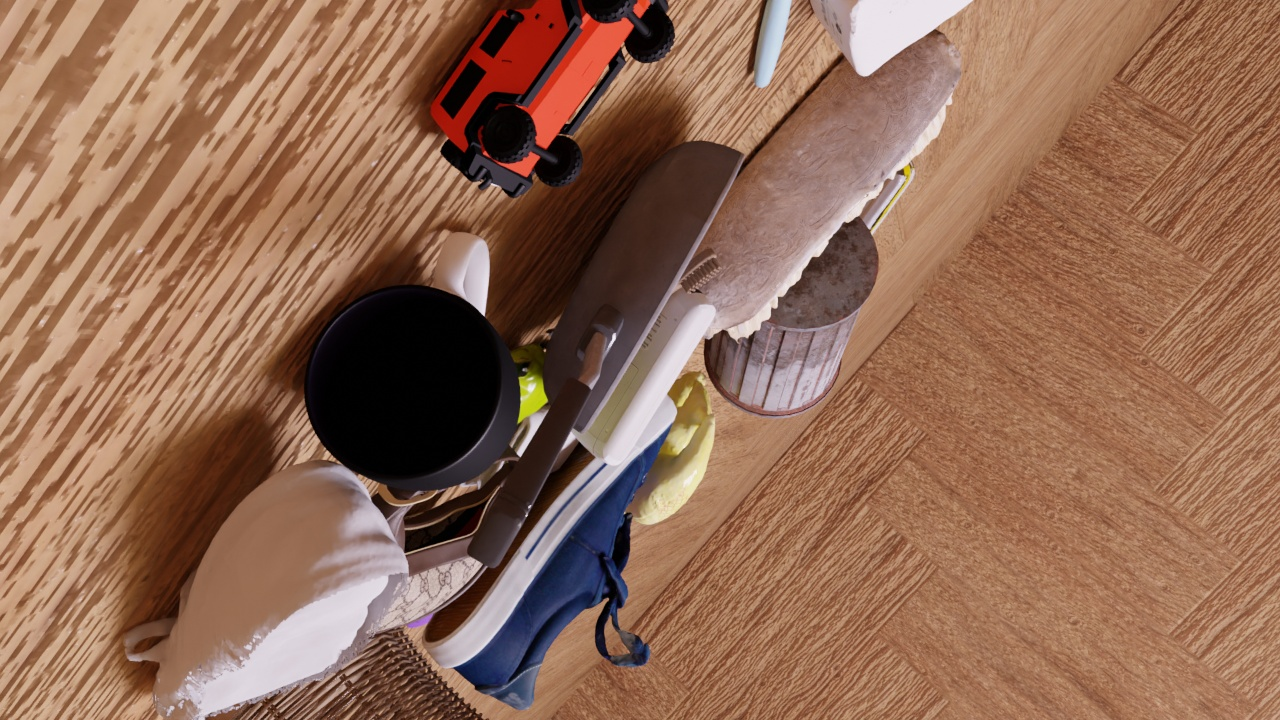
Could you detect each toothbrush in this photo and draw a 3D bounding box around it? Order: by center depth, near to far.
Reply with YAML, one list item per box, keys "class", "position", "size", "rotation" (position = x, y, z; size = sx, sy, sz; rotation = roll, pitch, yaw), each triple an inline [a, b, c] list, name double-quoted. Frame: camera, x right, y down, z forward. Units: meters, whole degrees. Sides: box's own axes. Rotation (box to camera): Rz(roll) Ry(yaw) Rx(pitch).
- class: "toothbrush"
  position: [0.078, -0.201, 0.481]
  size: [0.155, 0.016, 0.022]
  rotation: [100, -3, -63]
- class: "toothbrush"
  position: [-0.012, -0.019, 0.620]
  size: [0.167, 0.016, 0.016]
  rotation: [-38, 161, 20]

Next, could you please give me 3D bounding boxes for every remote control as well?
- class: "remote control"
  position: [-0.004, 0.004, 0.640]
  size: [0.025, 0.060, 0.138]
  rotation: [17, 108, -49]

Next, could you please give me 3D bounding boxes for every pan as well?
- class: "pan"
  position: [-0.019, -0.015, 0.429]
  size: [0.179, 0.041, 0.356]
  rotation: [-59, -177, 23]

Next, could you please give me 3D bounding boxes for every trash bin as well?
- class: "trash bin"
  position: [0.124, -0.039, 0.800]
  size: [0.130, 0.131, 0.211]
  rotation: [-44, 163, -15]

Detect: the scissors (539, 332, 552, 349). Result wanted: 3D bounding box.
- class: "scissors"
  position: [-0.020, -0.026, 0.663]
  size: [0.131, 0.012, 0.170]
  rotation: [-45, 161, -10]

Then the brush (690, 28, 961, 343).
- class: "brush"
  position: [0.124, -0.128, 0.664]
  size: [0.271, 0.083, 0.056]
  rotation: [-49, 167, 0]

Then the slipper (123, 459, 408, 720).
- class: "slipper"
  position: [-0.186, 0.126, 0.448]
  size: [0.112, 0.074, 0.248]
  rotation: [4, 145, -33]

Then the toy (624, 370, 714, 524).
- class: "toy"
  position: [0.016, 0.085, 0.864]
  size: [0.155, 0.064, 0.170]
  rotation: [-49, -161, 18]

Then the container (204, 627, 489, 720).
- class: "container"
  position: [-0.196, 0.313, 0.663]
  size: [0.226, 0.196, 0.227]
  rotation: [-44, 164, -16]

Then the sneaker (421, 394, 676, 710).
- class: "sneaker"
  position: [-0.035, 0.149, 0.736]
  size: [0.121, 0.127, 0.293]
  rotation: [-22, -155, 51]

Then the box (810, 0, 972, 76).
- class: "box"
  position: [0.169, -0.250, 0.500]
  size: [0.190, 0.083, 0.110]
  rotation: [-51, 167, 6]

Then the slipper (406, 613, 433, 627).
- class: "slipper"
  position: [-0.097, 0.187, 0.835]
  size: [0.107, 0.084, 0.266]
  rotation: [-54, 164, 21]

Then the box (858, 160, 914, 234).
- class: "box"
  position: [0.181, -0.119, 0.886]
  size: [0.033, 0.064, 0.210]
  rotation: [-16, 146, -47]

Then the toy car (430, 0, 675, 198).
- class: "toy car"
  position: [-0.034, -0.108, 0.339]
  size: [0.100, 0.049, 0.051]
  rotation: [-51, 164, 12]

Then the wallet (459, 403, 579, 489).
- class: "wallet"
  position: [-0.078, 0.066, 0.691]
  size: [0.086, 0.032, 0.116]
  rotation: [-55, 164, 20]

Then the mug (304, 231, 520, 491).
- class: "mug"
  position: [-0.091, 0.003, 0.425]
  size: [0.100, 0.085, 0.118]
  rotation: [84, 20, -78]

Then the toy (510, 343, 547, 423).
- class: "toy"
  position: [-0.076, 0.018, 0.569]
  size: [0.093, 0.036, 0.094]
  rotation: [-38, 169, -50]

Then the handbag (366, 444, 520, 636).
- class: "handbag"
  position: [-0.134, 0.102, 0.564]
  size: [0.138, 0.063, 0.166]
  rotation: [-51, 160, 10]
